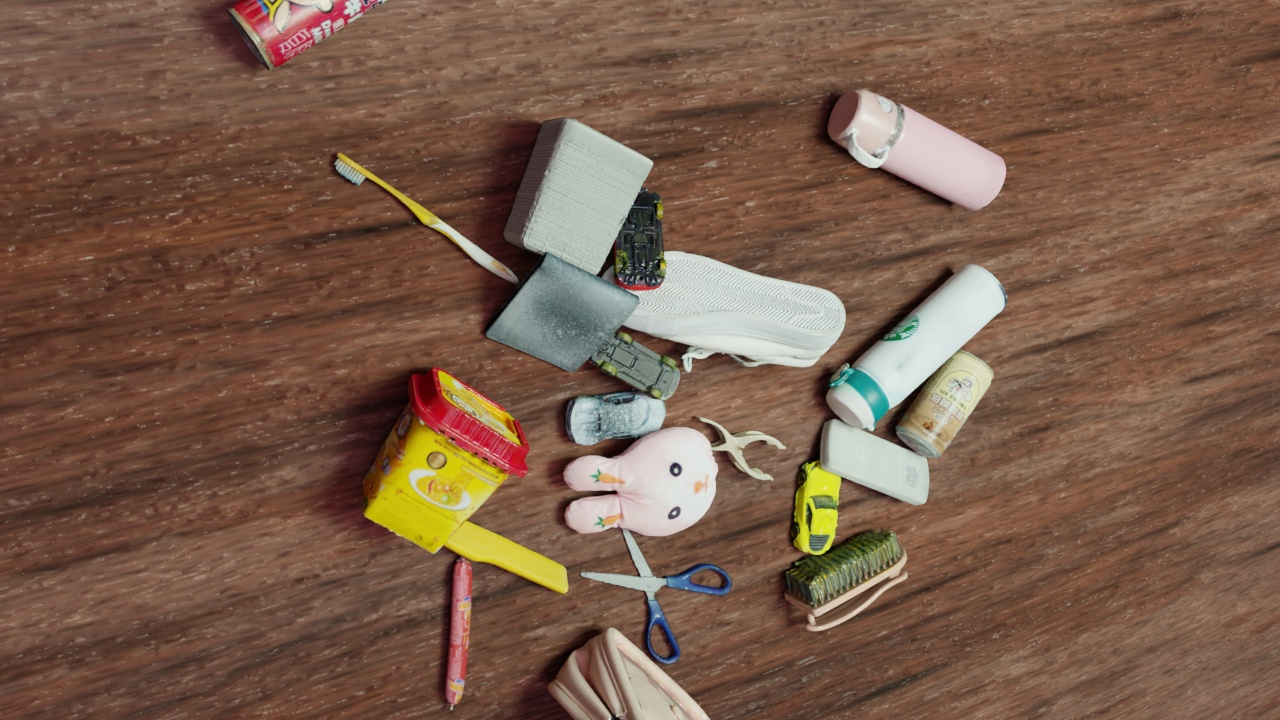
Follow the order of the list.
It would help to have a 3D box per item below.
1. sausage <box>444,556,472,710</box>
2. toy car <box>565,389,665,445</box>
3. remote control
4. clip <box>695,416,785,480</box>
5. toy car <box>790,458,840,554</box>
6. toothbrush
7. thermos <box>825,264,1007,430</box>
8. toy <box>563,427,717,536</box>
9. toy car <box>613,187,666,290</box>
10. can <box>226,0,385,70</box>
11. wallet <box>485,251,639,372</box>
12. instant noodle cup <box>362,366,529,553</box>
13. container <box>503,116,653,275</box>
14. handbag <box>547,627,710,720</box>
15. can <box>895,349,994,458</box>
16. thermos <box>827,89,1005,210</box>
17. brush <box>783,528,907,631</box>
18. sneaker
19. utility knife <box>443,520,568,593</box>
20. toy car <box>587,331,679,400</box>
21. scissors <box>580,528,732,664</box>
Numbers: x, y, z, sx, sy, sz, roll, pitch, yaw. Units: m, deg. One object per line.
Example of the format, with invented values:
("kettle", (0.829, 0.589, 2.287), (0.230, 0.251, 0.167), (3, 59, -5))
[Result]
("sausage", (-0.173, 0.259, 0.874), (0.020, 0.020, 0.156), (2, 98, -23))
("toy car", (-0.022, 0.055, 0.898), (0.105, 0.031, 0.049), (-6, 103, -23))
("remote control", (0.262, 0.115, 1.022), (0.150, 0.021, 0.058), (23, 62, -24))
("clip", (0.106, 0.077, 0.955), (0.104, 0.035, 0.084), (41, 85, -15))
("toy car", (0.196, 0.161, 1.005), (0.048, 0.032, 0.105), (3, 95, -23))
("toothbrush", (-0.186, -0.120, 0.810), (0.191, 0.016, 0.018), (35, 95, -23))
("thermos", (0.297, -0.014, 1.001), (0.224, 0.073, 0.073), (-39, 111, -12))
("toy", (0.003, 0.125, 0.905), (0.159, 0.054, 0.121), (-10, 117, -16))
("toy car", (-0.002, -0.115, 0.863), (0.049, 0.031, 0.106), (1, 68, -10))
("can", (-0.256, -0.289, 0.732), (0.132, 0.053, 0.053), (-38, 110, -13))
("wallet", (-0.073, -0.041, 0.829), (0.097, 0.121, 0.019), (25, 44, -23))
("instant noodle cup", (-0.176, 0.089, 0.801), (0.116, 0.116, 0.124), (36, 95, -23))
("container", (-0.061, -0.144, 0.820), (0.090, 0.090, 0.114), (23, 92, -24))
("handbag", (0.026, 0.370, 0.856), (0.093, 0.234, 0.193), (-45, 112, -9))
("can", (0.342, 0.049, 1.033), (0.058, 0.058, 0.116), (40, 82, -23))
("thermos", (0.290, -0.214, 0.959), (0.198, 0.067, 0.087), (17, 55, -26))
("brush", (0.235, 0.242, 1.018), (0.145, 0.063, 0.073), (-21, 102, -20))
("sneaker", (0.072, -0.040, 0.903), (0.242, 0.091, 0.089), (9, 56, -7))
("utility knife", (-0.132, 0.187, 0.878), (0.153, 0.015, 0.033), (31, 54, -24))
("toy car", (-0.005, 0.005, 0.886), (0.090, 0.035, 0.042), (28, 79, -10))
("scissors", (0.021, 0.240, 0.956), (0.175, 0.012, 0.162), (-5, 99, -20))
